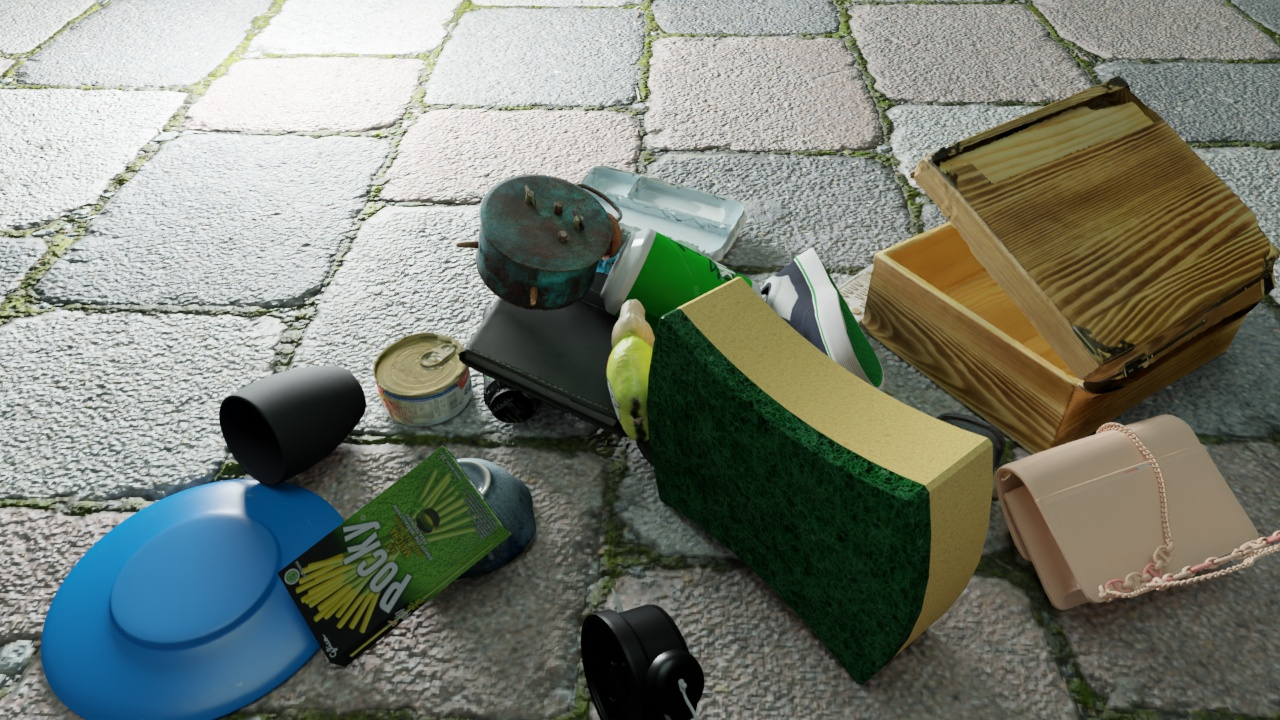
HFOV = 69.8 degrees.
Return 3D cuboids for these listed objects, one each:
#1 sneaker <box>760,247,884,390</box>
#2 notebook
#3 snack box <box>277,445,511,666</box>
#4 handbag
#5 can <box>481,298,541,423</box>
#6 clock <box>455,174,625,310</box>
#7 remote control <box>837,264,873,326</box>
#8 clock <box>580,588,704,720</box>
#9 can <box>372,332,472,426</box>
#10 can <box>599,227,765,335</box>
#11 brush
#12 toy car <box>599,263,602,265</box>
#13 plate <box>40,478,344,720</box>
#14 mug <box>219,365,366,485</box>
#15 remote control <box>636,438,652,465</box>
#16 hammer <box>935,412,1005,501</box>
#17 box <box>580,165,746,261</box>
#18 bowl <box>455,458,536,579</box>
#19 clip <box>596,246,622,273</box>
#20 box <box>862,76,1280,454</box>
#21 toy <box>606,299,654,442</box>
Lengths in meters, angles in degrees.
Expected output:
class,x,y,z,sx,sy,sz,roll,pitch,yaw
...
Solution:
class,x,y,z,sx,sy,sz,roll,pitch,yaw
sneaker,0.155,-0.024,0.830,0.079,0.084,0.235,-31,24,13
notebook,-0.057,-0.027,0.860,0.169,0.030,0.208,24,38,-3
snack box,-0.178,0.140,0.665,0.147,0.025,0.080,-38,66,-9
handbag,0.377,0.085,0.641,0.198,0.187,0.116,-14,71,-13
can,-0.121,-0.004,0.860,0.054,0.054,0.137,-6,42,-6
clock,-0.079,-0.122,0.851,0.121,0.073,0.157,38,53,12
remote control,0.220,-0.060,0.949,0.135,0.011,0.050,-33,50,-31
clock,0.005,0.209,0.587,0.042,0.091,0.121,-11,27,-26
can,-0.199,0.017,0.846,0.086,0.043,0.086,-1,41,0
can,0.039,-0.059,0.862,0.140,0.088,0.087,26,42,-7
brush,0.112,0.082,0.649,0.075,0.195,0.250,-28,48,-28
toy car,-0.085,-0.106,0.996,0.106,0.030,0.049,-31,50,-28
plate,-0.332,0.167,0.691,0.224,0.024,0.223,-1,41,0
mug,-0.303,0.049,0.795,0.119,0.085,0.100,-9,17,38
remote control,0.024,0.048,0.814,0.046,0.009,0.124,39,40,-18
hammer,0.141,0.049,0.778,0.328,0.052,0.097,20,45,16
box,-0.003,-0.156,1.023,0.211,0.084,0.185,17,34,19
bowl,-0.139,0.114,0.725,0.110,0.055,0.110,-1,40,1
clip,-0.054,-0.106,0.921,0.121,0.033,0.119,35,32,19
box,0.402,-0.089,0.829,0.278,0.221,0.258,-23,47,-25
toy,-0.005,0.004,0.758,0.046,0.092,0.115,-6,56,4
